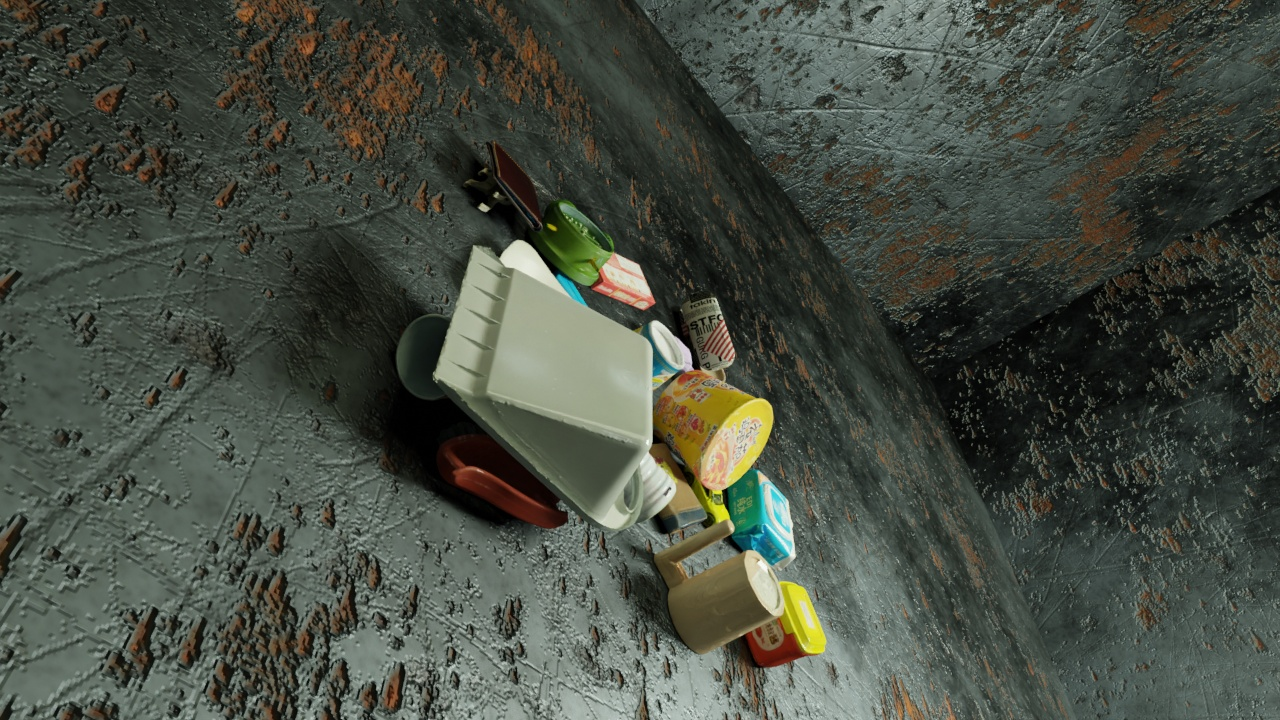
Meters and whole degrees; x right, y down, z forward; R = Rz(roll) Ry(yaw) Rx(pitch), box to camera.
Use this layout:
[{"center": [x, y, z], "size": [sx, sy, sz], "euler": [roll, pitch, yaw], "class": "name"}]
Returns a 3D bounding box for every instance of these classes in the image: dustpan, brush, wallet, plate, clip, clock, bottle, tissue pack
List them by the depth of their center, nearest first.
[{"center": [-0.124, 0.107, 0.834], "size": [0.145, 0.063, 0.069], "euler": [34, 18, -42], "class": "brush"}, {"center": [-0.083, 0.046, 0.890], "size": [0.257, 0.143, 0.222], "euler": [22, 34, -15], "class": "dustpan"}, {"center": [-0.043, 0.089, 1.028], "size": [0.197, 0.068, 0.068], "euler": [52, 22, -6], "class": "bottle"}, {"center": [-0.123, -0.057, 1.099], "size": [0.164, 0.034, 0.163], "euler": [51, 22, -16], "class": "plate"}, {"center": [0.033, 0.157, 1.144], "size": [0.115, 0.033, 0.090], "euler": [60, 23, 16], "class": "wallet"}, {"center": [-0.196, -0.230, 1.183], "size": [0.083, 0.035, 0.104], "euler": [52, 18, -15], "class": "clip"}, {"center": [-0.164, -0.230, 1.195], "size": [0.096, 0.020, 0.122], "euler": [48, 13, -34], "class": "wallet"}, {"center": [-0.090, -0.167, 1.262], "size": [0.116, 0.056, 0.161], "euler": [42, 16, -12], "class": "clock"}, {"center": [0.172, 0.223, 1.300], "size": [0.090, 0.063, 0.139], "euler": [47, 24, -25], "class": "tissue pack"}]

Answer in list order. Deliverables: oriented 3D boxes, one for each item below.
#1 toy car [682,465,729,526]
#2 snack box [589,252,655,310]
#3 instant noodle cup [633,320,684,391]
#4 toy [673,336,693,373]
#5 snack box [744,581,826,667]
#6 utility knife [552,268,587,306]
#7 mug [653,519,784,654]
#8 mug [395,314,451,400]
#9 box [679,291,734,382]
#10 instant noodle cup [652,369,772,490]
[{"center": [0.093, 0.183, 1.231], "size": [0.048, 0.032, 0.105], "euler": [9, 54, -62], "class": "toy car"}, {"center": [-0.037, -0.127, 1.388], "size": [0.152, 0.026, 0.075], "euler": [16, 46, -58], "class": "snack box"}, {"center": [-0.007, 0.007, 1.155], "size": [0.099, 0.110, 0.099], "euler": [46, 24, -27], "class": "instant noodle cup"}, {"center": [0.045, -0.014, 1.387], "size": [0.108, 0.039, 0.083], "euler": [41, 23, -36], "class": "toy"}, {"center": [0.174, 0.330, 1.135], "size": [0.082, 0.080, 0.091], "euler": [24, 39, -52], "class": "snack box"}, {"center": [-0.062, -0.041, 1.229], "size": [0.191, 0.018, 0.034], "euler": [56, 22, -5], "class": "utility knife"}, {"center": [0.086, 0.251, 1.027], "size": [0.124, 0.104, 0.084], "euler": [61, 22, 9], "class": "mug"}, {"center": [-0.166, 0.001, 0.881], "size": [0.078, 0.078, 0.122], "euler": [63, 17, 14], "class": "mug"}, {"center": [0.109, -0.033, 1.528], "size": [0.088, 0.076, 0.162], "euler": [71, 1, -56], "class": "box"}, {"center": [0.088, 0.084, 1.201], "size": [0.110, 0.138, 0.138], "euler": [35, 8, 33], "class": "instant noodle cup"}]
